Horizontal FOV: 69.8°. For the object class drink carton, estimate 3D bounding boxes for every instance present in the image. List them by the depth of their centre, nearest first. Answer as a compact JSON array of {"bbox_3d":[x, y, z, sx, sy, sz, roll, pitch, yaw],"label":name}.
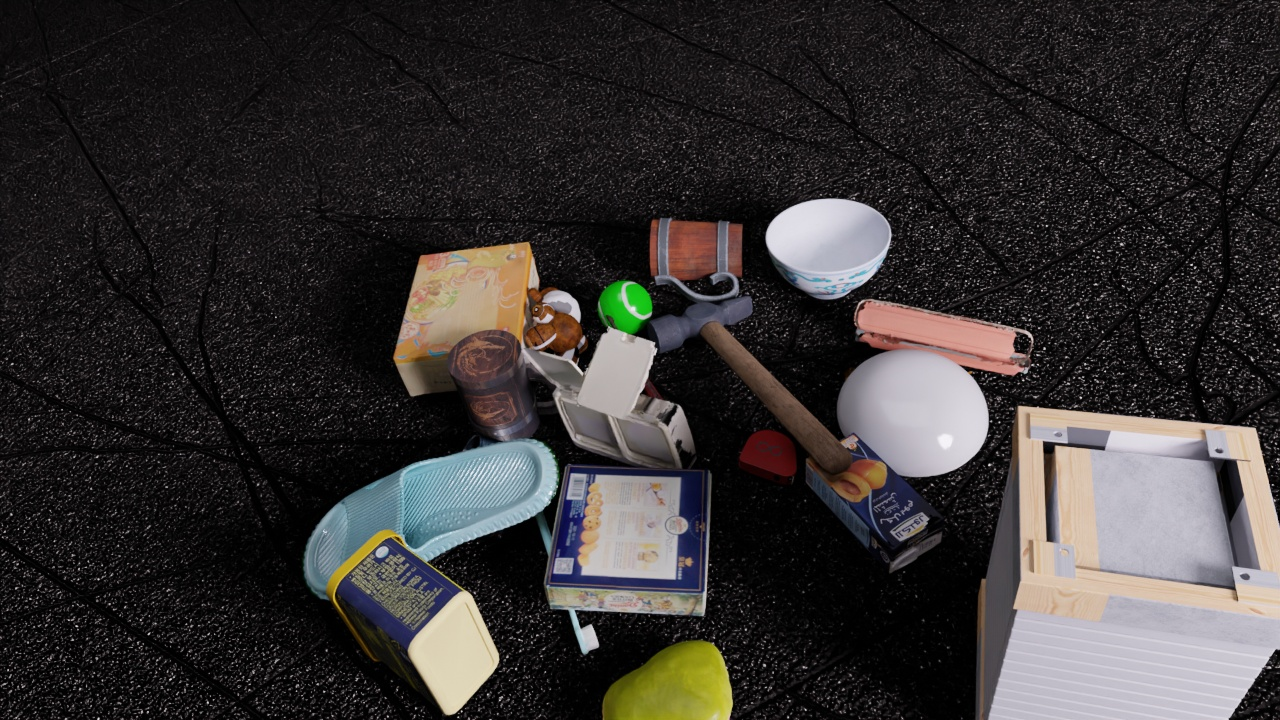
[{"bbox_3d":[0.219,0.132,0.864,0.064,0.040,0.130,-27,45,-15],"label":"drink carton"}]

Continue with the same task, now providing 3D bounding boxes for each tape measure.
[{"bbox_3d":[0.135,0.098,0.933,0.059,0.019,0.051,19,49,19],"label":"tape measure"}]

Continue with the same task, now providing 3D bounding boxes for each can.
[{"bbox_3d":[-0.190,0.226,0.786,0.104,0.135,0.075,26,55,30],"label":"can"}]

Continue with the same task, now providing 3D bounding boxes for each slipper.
[{"bbox_3d":[-0.212,0.143,0.892,0.276,0.069,0.115,-21,54,3],"label":"slipper"}]

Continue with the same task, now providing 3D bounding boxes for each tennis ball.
[{"bbox_3d":[-0.019,-0.063,1.099,0.065,0.065,0.065,-6,44,6],"label":"tennis ball"}]

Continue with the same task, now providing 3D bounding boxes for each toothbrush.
[{"bbox_3d":[-0.075,0.201,0.873,0.016,0.016,0.180,-22,45,-8],"label":"toothbrush"}]

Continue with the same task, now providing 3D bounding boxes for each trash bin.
[{"bbox_3d":[0.326,0.174,0.647,0.142,0.247,0.142,5,46,17],"label":"trash bin"}]

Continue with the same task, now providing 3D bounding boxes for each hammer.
[{"bbox_3d":[0.127,0.020,0.973,0.129,0.040,0.321,-19,35,-14],"label":"hammer"}]

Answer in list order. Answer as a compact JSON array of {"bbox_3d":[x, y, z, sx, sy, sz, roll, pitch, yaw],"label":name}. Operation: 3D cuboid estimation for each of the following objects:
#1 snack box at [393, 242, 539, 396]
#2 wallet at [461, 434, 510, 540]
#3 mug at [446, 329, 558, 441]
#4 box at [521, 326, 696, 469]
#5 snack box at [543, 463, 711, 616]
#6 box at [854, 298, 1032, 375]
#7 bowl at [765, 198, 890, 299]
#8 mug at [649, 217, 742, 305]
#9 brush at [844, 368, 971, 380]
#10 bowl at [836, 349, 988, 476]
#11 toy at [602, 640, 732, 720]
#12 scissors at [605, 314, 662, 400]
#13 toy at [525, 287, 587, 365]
[{"bbox_3d":[-0.204,-0.048,1.111,0.145,0.081,0.194,-7,43,5],"label":"snack box"},{"bbox_3d":[-0.159,0.132,0.953,0.089,0.026,0.114,13,51,24],"label":"wallet"},{"bbox_3d":[-0.139,0.030,0.997,0.116,0.107,0.079,-8,43,3],"label":"mug"},{"bbox_3d":[-0.035,0.052,0.902,0.144,0.180,0.080,13,52,30],"label":"box"},{"bbox_3d":[-0.008,0.166,0.864,0.145,0.043,0.144,2,43,5],"label":"snack box"},{"bbox_3d":[0.326,-0.027,0.991,0.187,0.067,0.057,14,87,22],"label":"box"},{"bbox_3d":[0.225,-0.122,1.102,0.144,0.074,0.143,-6,44,6],"label":"bowl"},{"bbox_3d":[0.070,-0.122,1.142,0.111,0.081,0.117,1,62,7],"label":"mug"},{"bbox_3d":[0.287,0.020,0.983,0.126,0.017,0.048,-10,43,2],"label":"brush"},{"bbox_3d":[0.276,0.042,0.925,0.149,0.043,0.149,-4,55,6],"label":"bowl"},{"bbox_3d":[0.020,0.275,0.750,0.110,0.051,0.090,-14,41,1],"label":"toy"},{"bbox_3d":[-0.001,0.014,0.991,0.015,0.179,0.198,-31,72,1],"label":"scissors"},{"bbox_3d":[-0.101,-0.046,1.091,0.067,0.087,0.112,-42,35,8],"label":"toy"}]
